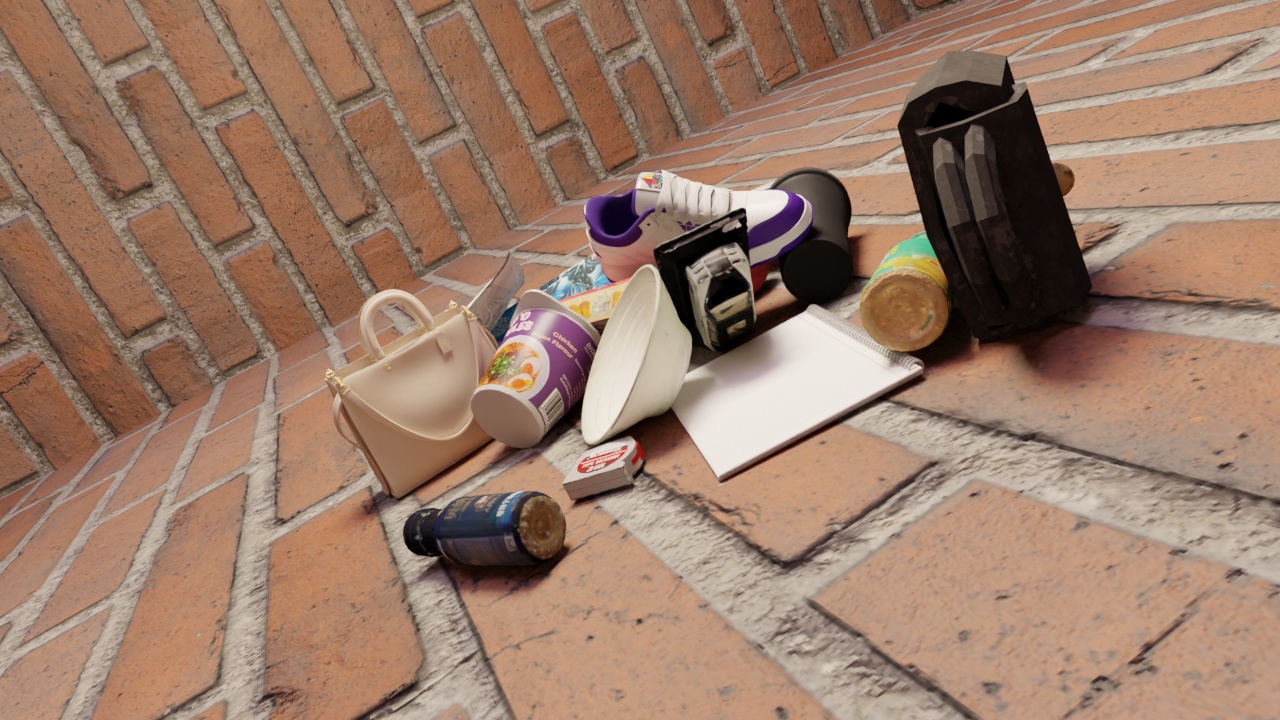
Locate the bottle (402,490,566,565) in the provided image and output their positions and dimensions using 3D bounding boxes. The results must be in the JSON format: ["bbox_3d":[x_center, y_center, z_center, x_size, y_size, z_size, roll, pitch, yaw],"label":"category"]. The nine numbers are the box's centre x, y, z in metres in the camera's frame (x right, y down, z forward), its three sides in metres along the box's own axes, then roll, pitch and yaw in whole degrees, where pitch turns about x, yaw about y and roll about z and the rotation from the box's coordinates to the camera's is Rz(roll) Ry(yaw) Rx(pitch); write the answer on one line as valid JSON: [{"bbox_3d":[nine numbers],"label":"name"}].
[{"bbox_3d":[-0.129,0.135,0.731,0.161,0.056,0.056,-12,22,42],"label":"bottle"}]

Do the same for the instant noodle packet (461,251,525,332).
[{"bbox_3d":[-0.228,-0.007,1.124,0.269,0.057,0.147,-52,-2,-8],"label":"instant noodle packet"}]

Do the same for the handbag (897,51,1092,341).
[{"bbox_3d":[0.261,-0.117,0.669,0.102,0.197,0.198,-16,20,30],"label":"handbag"}]

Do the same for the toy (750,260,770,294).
[{"bbox_3d":[0.100,-0.118,1.060,0.132,0.092,0.062,9,-4,-42],"label":"toy"}]

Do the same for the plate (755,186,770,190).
[{"bbox_3d":[0.117,-0.202,1.175,0.157,0.014,0.157,-16,9,2],"label":"plate"}]

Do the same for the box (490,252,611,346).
[{"bbox_3d":[-0.104,-0.060,1.176,0.244,0.085,0.091,-30,14,19],"label":"box"}]

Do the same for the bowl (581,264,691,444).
[{"bbox_3d":[0.004,0.002,0.859,0.177,0.057,0.176,-162,91,-75],"label":"bowl"}]

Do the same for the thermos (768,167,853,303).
[{"bbox_3d":[0.190,-0.138,1.023,0.106,0.106,0.218,-21,22,16],"label":"thermos"}]

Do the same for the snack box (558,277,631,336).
[{"bbox_3d":[-0.003,-0.053,1.022,0.143,0.040,0.144,-13,-12,37],"label":"snack box"}]

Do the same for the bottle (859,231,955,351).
[{"bbox_3d":[0.237,-0.070,0.783,0.068,0.068,0.209,-17,11,27],"label":"bottle"}]

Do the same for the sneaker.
[{"bbox_3d":[0.049,-0.153,0.945,0.245,0.111,0.091,-10,51,25],"label":"sneaker"}]

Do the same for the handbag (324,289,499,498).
[{"bbox_3d":[-0.246,0.018,1.002,0.194,0.198,0.101,-33,25,-23],"label":"handbag"}]

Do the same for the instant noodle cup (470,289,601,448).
[{"bbox_3d":[-0.116,0.016,0.965,0.122,0.137,0.121,-1,38,31],"label":"instant noodle cup"}]

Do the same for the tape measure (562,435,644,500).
[{"bbox_3d":[-0.028,0.091,0.776,0.060,0.020,0.062,-19,17,23],"label":"tape measure"}]

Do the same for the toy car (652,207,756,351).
[{"bbox_3d":[0.078,-0.060,0.884,0.094,0.071,0.192,-27,-23,-3],"label":"toy car"}]

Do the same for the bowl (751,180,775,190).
[{"bbox_3d":[0.165,-0.189,1.257,0.174,0.068,0.174,-22,18,8],"label":"bowl"}]

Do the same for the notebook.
[{"bbox_3d":[0.118,0.017,0.801,0.178,0.013,0.245,-28,17,-2],"label":"notebook"}]
